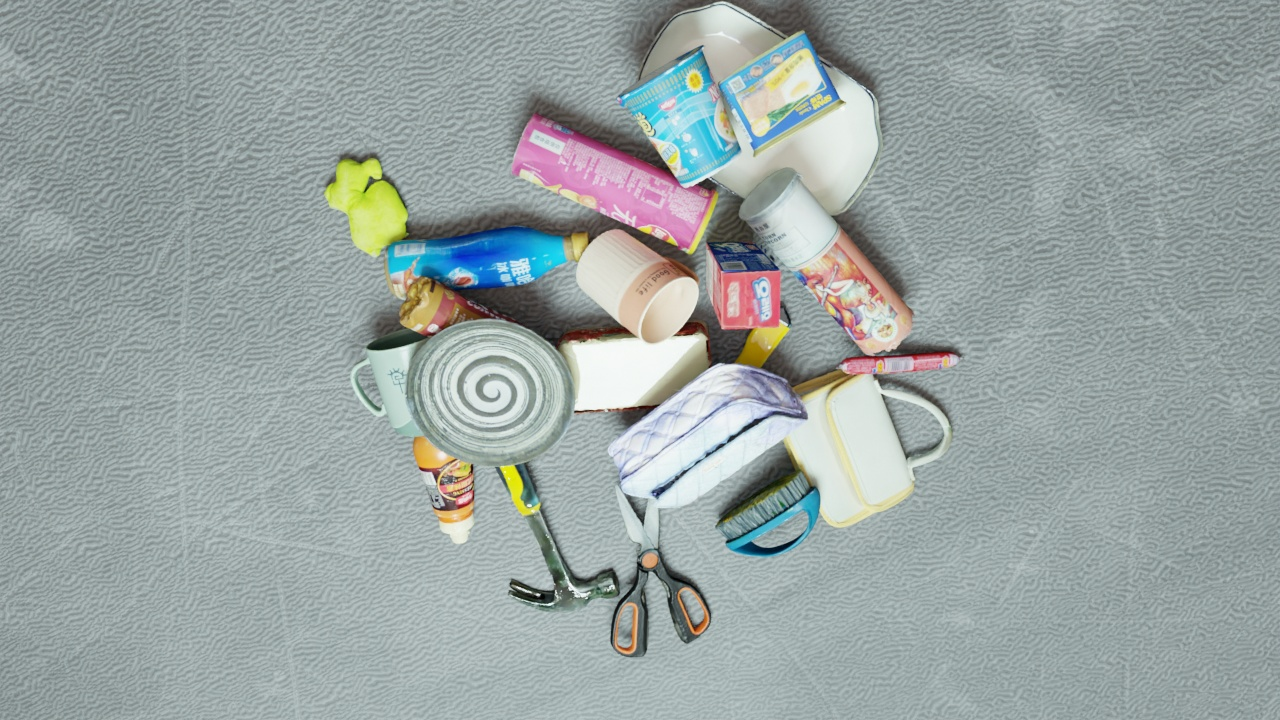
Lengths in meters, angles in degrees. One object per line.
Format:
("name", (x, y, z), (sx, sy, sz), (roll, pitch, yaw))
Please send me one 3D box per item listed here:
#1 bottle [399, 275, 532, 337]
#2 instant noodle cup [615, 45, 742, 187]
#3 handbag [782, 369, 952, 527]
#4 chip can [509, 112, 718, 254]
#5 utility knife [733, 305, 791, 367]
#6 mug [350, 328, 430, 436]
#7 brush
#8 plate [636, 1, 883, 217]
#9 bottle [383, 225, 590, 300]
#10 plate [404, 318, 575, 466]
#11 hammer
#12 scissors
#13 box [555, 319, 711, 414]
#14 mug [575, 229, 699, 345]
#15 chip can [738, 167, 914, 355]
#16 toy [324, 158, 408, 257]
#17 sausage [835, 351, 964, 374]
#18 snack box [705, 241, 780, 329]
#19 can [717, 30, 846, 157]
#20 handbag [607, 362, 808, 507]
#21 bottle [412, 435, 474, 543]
("bottle", (-0.170, -0.029, 0.989), (0.174, 0.057, 0.057), (27, 104, -31))
("instant noodle cup", (0.045, -0.236, 0.907), (0.099, 0.099, 0.110), (-29, 109, 9))
("handbag", (0.257, 0.087, 1.028), (0.179, 0.063, 0.163), (-24, 103, 4))
("chip can", (-0.027, -0.186, 0.965), (0.210, 0.071, 0.071), (24, 103, -3))
("utility knife", (0.115, 0.008, 1.035), (0.033, 0.015, 0.168), (36, 104, 0))
("mug", (-0.261, 0.026, 1.016), (0.112, 0.082, 0.106), (-11, 109, 1))
("brush", (0.148, 0.180, 1.027), (0.073, 0.055, 0.144), (54, 131, 4))
("plate", (0.123, -0.255, 0.960), (0.265, 0.034, 0.162), (29, 103, -5))
("bottle", (-0.162, -0.110, 0.992), (0.219, 0.065, 0.065), (-7, 103, 3))
("plate", (-0.158, 0.034, 0.972), (0.179, 0.024, 0.180), (-1, 117, -2))
("hammer", (-0.137, 0.156, 1.055), (0.126, 0.031, 0.323), (-18, 110, 8))
("scissors", (0.022, 0.248, 1.085), (0.198, 0.022, 0.227), (19, 96, -18))
("box", (-0.006, 0.006, 1.008), (0.168, 0.076, 0.091), (-5, 104, 3))
("mug", (0.006, -0.083, 0.972), (0.106, 0.114, 0.082), (40, 134, 29))
("chip can", (0.197, -0.099, 0.954), (0.071, 0.071, 0.214), (-42, 112, 11))
("toy", (-0.295, -0.169, 1.000), (0.100, 0.031, 0.097), (28, 101, -4))
("sausage", (0.285, 0.003, 1.005), (0.155, 0.020, 0.020), (-3, 104, -15))
("snack box", (0.098, -0.081, 0.916), (0.057, 0.207, 0.058), (-2, 105, 0))
("can", (0.138, -0.264, 0.910), (0.102, 0.057, 0.083), (-29, 98, 8))
("handbag", (0.068, 0.086, 0.980), (0.194, 0.134, 0.075), (-40, 55, 31))
("bottle", (-0.220, 0.145, 1.061), (0.067, 0.066, 0.150), (-5, 110, 3))
